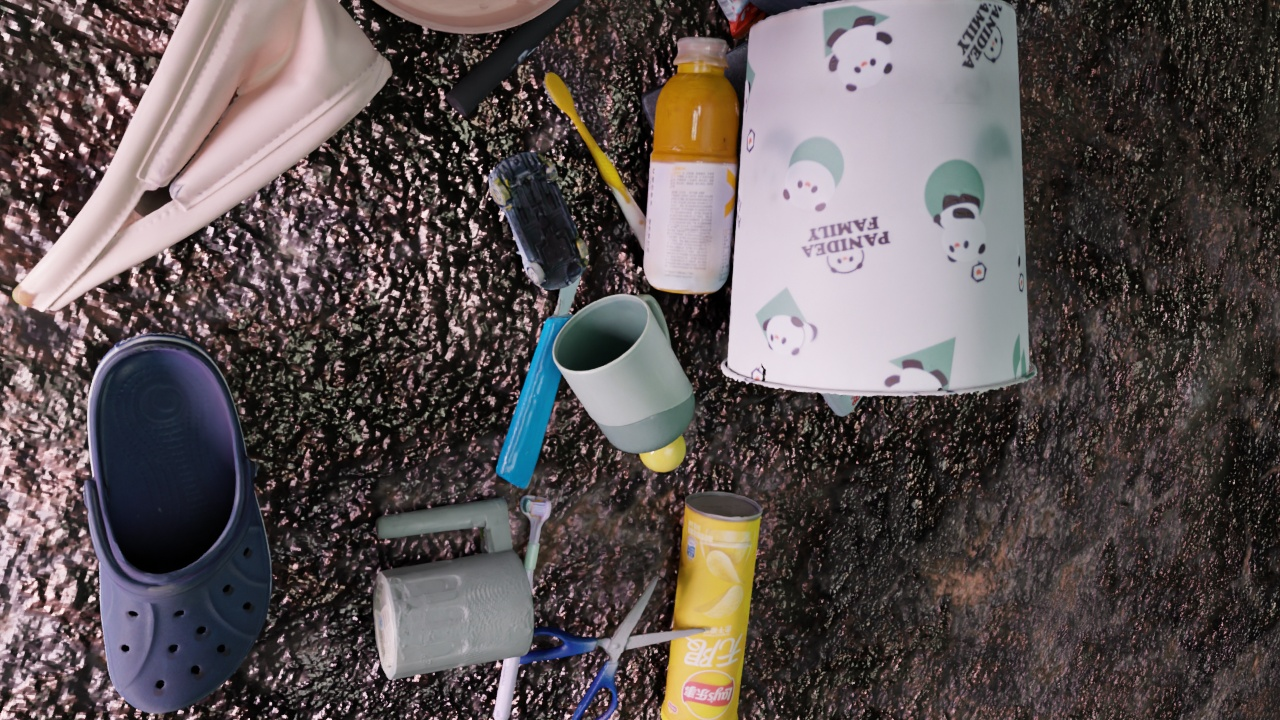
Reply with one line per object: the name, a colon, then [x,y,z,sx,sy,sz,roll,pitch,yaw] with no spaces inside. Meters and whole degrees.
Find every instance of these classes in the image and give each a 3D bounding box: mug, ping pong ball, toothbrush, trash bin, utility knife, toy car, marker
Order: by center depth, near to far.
marker: [-0.088,-0.226,0.657,0.022,0.020,0.132,45,79,-13]
trash bin: [0.171,-0.117,0.673,0.229,0.230,0.252,-8,101,-28]
toy car: [-0.076,-0.103,0.688,0.048,0.031,0.105,-30,114,-19]
mug: [-0.146,0.172,0.700,0.103,0.084,0.124,-4,77,-28]
toothbrush: [-0.024,-0.141,0.719,0.016,0.018,0.191,-41,121,-11]
utility knife: [-0.075,0.009,0.726,0.034,0.018,0.191,15,94,-47]
mug: [-0.004,0.004,0.728,0.106,0.082,0.111,58,42,-37]
toothbrush: [-0.099,0.205,0.749,0.021,0.029,0.189,3,97,-63]
ping pong ball: [0.019,0.075,0.781,0.040,0.040,0.040,-8,106,-28]

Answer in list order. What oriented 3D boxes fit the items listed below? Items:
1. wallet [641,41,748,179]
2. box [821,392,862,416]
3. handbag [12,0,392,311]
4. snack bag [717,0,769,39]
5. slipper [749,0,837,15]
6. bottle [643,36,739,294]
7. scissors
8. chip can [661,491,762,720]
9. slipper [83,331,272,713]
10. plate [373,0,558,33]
wallet: [0.065,-0.196,0.753,0.120,0.019,0.097,-32,114,-18]
box: [0.213,-0.058,0.853,0.161,0.060,0.201,40,83,-34]
handbag: [-0.252,-0.115,0.505,0.234,0.193,0.093,-48,118,0]
snack bag: [0.067,-0.305,0.720,0.045,0.026,0.105,-40,116,-11]
slipper: [0.189,-0.317,0.732,0.267,0.083,0.110,10,74,-27]
bottle: [0.041,-0.148,0.705,0.068,0.068,0.190,-3,104,-29]
scissors: [-0.031,0.252,0.786,0.176,0.012,0.162,2,113,-10]
chip can: [0.064,0.230,0.828,0.072,0.072,0.213,0,103,-29]
slipper: [-0.292,0.109,0.587,0.105,0.095,0.253,-5,101,-26]
plate: [-0.117,-0.332,0.590,0.229,0.028,0.230,-14,119,-27]
